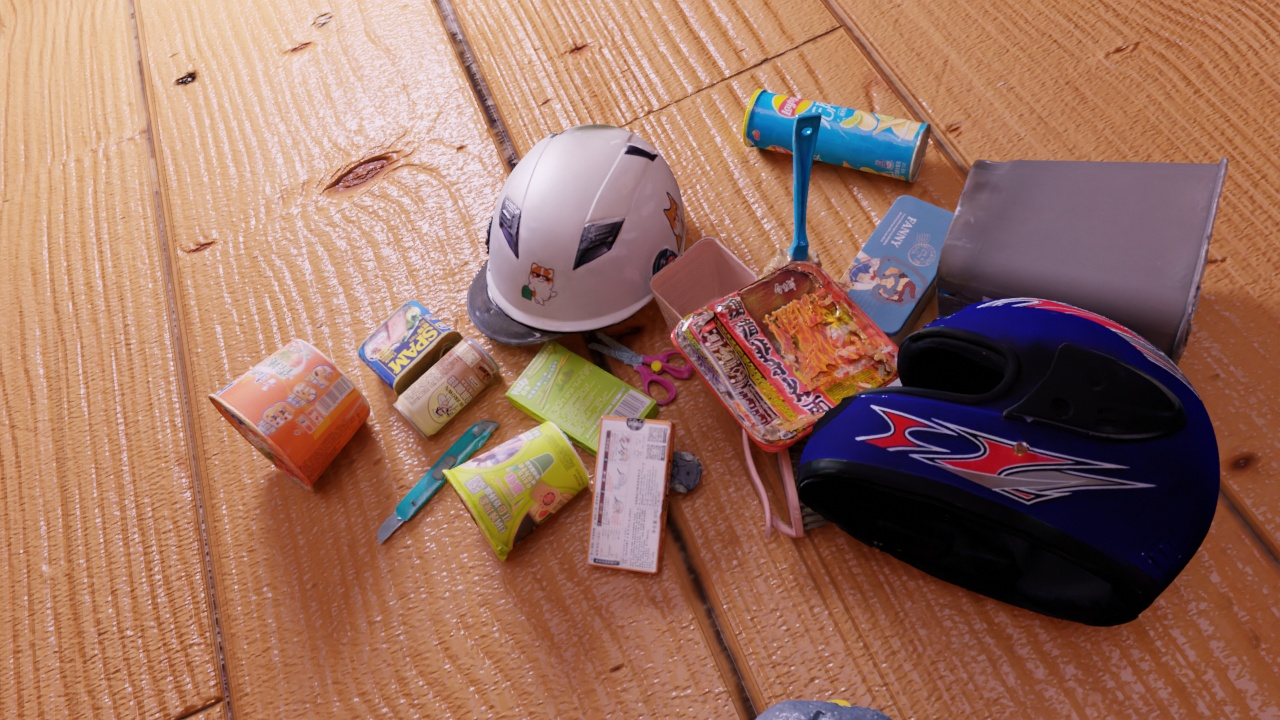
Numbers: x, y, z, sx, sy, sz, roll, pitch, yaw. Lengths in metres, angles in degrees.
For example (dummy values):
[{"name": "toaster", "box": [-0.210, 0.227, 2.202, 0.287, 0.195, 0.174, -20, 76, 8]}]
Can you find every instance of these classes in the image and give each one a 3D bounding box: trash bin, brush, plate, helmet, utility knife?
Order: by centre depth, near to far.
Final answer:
[{"name": "helmet", "box": [0.316, 0.064, 0.785, 0.315, 0.248, 0.239, 21, 67, 9]}, {"name": "trash bin", "box": [0.420, -0.087, 0.895, 0.220, 0.199, 0.198, 14, 66, 26]}, {"name": "brush", "box": [0.144, 0.108, 0.920, 0.073, 0.063, 0.145, -8, 62, 4]}, {"name": "brush", "box": [0.162, -0.142, 0.951, 0.083, 0.255, 0.045, -7, 43, -4]}, {"name": "utility knife", "box": [-0.227, 0.131, 1.020, 0.029, 0.013, 0.181, 34, 74, 28]}, {"name": "helmet", "box": [-0.060, -0.170, 1.025, 0.230, 0.157, 0.273, 13, 42, 17]}, {"name": "plate", "box": [-0.125, -0.093, 1.096, 0.179, 0.024, 0.179, -7, 52, 8]}]

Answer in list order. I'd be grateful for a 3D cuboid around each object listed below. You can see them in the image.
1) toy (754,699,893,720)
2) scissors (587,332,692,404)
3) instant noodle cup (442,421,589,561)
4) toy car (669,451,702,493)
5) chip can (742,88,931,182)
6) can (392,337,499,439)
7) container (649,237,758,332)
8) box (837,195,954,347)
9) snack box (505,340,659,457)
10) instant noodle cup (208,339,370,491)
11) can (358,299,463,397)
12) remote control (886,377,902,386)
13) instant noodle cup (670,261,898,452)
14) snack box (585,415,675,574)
[{"name": "toy", "box": [0.162, 0.359, 0.773, 0.357, 0.091, 0.138, 4, 91, 16]}, {"name": "scissors", "box": [-0.009, 0.008, 1.039, 0.137, 0.017, 0.073, 18, 77, 26]}, {"name": "instant noodle cup", "box": [-0.122, 0.127, 0.950, 0.123, 0.112, 0.111, -33, 60, -15]}, {"name": "toy car", "box": [0.021, 0.112, 0.959, 0.091, 0.034, 0.043, 10, 81, 17]}, {"name": "chip can", "box": [0.232, -0.269, 1.098, 0.210, 0.071, 0.071, 18, 68, 21]}, {"name": "can", "box": [-0.220, 0.031, 1.047, 0.116, 0.058, 0.058, -43, 62, -12]}, {"name": "container", "box": [0.076, -0.055, 0.994, 0.090, 0.111, 0.090, -38, 61, -9]}, {"name": "box", "box": [0.282, -0.096, 1.000, 0.090, 0.061, 0.184, 27, 73, 23]}, {"name": "snack box", "box": [-0.066, 0.046, 1.021, 0.156, 0.026, 0.085, 29, 70, 25]}, {"name": "instant noodle cup", "box": [-0.384, 0.055, 1.027, 0.151, 0.151, 0.111, 30, 64, 25]}, {"name": "can", "box": [-0.270, -0.011, 1.083, 0.083, 0.057, 0.102, 36, 74, 29]}, {"name": "remote control", "box": [0.259, 0.025, 0.961, 0.150, 0.021, 0.058, -12, 60, 7]}, {"name": "instant noodle cup", "box": [0.141, 0.000, 0.896, 0.188, 0.079, 0.164, -27, 65, -21]}, {"name": "snack box", "box": [-0.010, 0.135, 0.932, 0.075, 0.026, 0.153, 4, 84, 14]}]
